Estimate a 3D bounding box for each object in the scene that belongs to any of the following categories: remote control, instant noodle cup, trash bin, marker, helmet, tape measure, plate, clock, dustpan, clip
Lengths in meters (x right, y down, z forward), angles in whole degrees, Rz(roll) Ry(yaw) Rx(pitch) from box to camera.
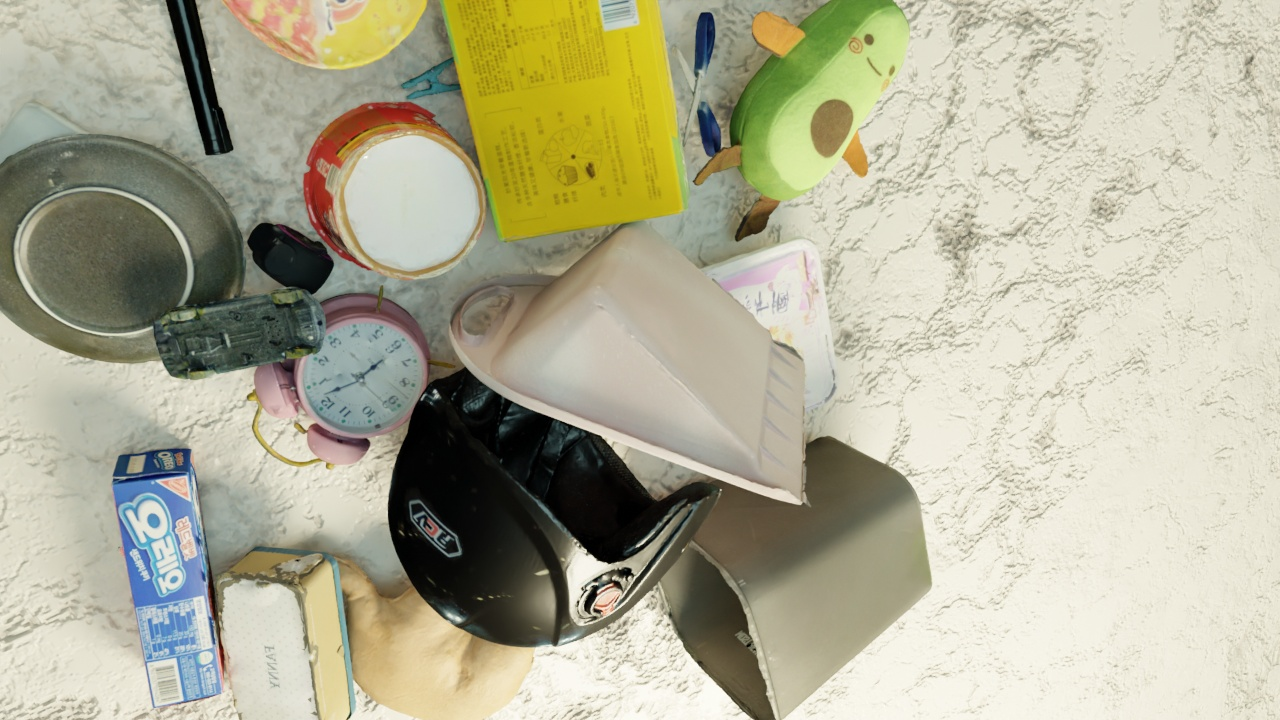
[{"bbox_3d":[-0.388,-0.126,0.662,0.136,0.020,0.056,34,94,-30],"label":"remote control"},{"bbox_3d":[0.108,-0.025,0.878,0.138,0.060,0.173,-20,112,-15],"label":"instant noodle cup"},{"bbox_3d":[0.146,0.201,0.901,0.219,0.199,0.199,-25,116,-21],"label":"trash bin"},{"bbox_3d":[-0.320,-0.215,0.661,0.020,0.022,0.132,-38,128,-56],"label":"marker"},{"bbox_3d":[-0.088,0.115,0.736,0.230,0.233,0.274,-53,155,10],"label":"helmet"},{"bbox_3d":[-0.266,-0.080,0.707,0.039,0.057,0.058,-53,136,2],"label":"tape measure"},{"bbox_3d":[-0.382,-0.072,0.661,0.179,0.024,0.180,-7,120,-13],"label":"plate"},{"bbox_3d":[-0.222,-0.274,0.633,0.138,0.110,0.138,-7,110,-21],"label":"instant noodle cup"},{"bbox_3d":[-0.183,-0.123,0.698,0.137,0.108,0.138,-7,109,-20],"label":"instant noodle cup"},{"bbox_3d":[-0.242,0.020,0.748,0.158,0.060,0.117,-41,116,-4],"label":"clock"},{"bbox_3d":[-0.004,0.004,0.730,0.273,0.222,0.139,44,116,-10],"label":"dustpan"},{"bbox_3d":[-0.162,-0.223,0.728,0.055,0.013,0.038,-24,114,-16],"label":"clip"}]

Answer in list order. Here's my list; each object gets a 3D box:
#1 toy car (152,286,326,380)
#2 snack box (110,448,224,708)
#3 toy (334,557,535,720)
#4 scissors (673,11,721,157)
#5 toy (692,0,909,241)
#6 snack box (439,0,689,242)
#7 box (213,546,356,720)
[{"bbox_3d":[-0.296,-0.021,0.682,0.120,0.037,0.054,-11,106,-7],"label":"toy car"},{"bbox_3d":[-0.379,0.176,0.742,0.057,0.058,0.208,-7,109,-20],"label":"snack box"},{"bbox_3d":[-0.204,0.257,0.834,0.226,0.082,0.143,25,95,-23],"label":"toy"},{"bbox_3d":[0.049,-0.225,0.760,0.012,0.176,0.162,1,70,16],"label":"scissors"},{"bbox_3d":[0.147,-0.220,0.802,0.247,0.090,0.227,-53,142,2],"label":"toy"},{"bbox_3d":[-0.054,-0.210,0.713,0.158,0.070,0.210,-8,112,8],"label":"snack box"},{"bbox_3d":[-0.299,0.251,0.782,0.090,0.059,0.184,5,111,10],"label":"box"}]
